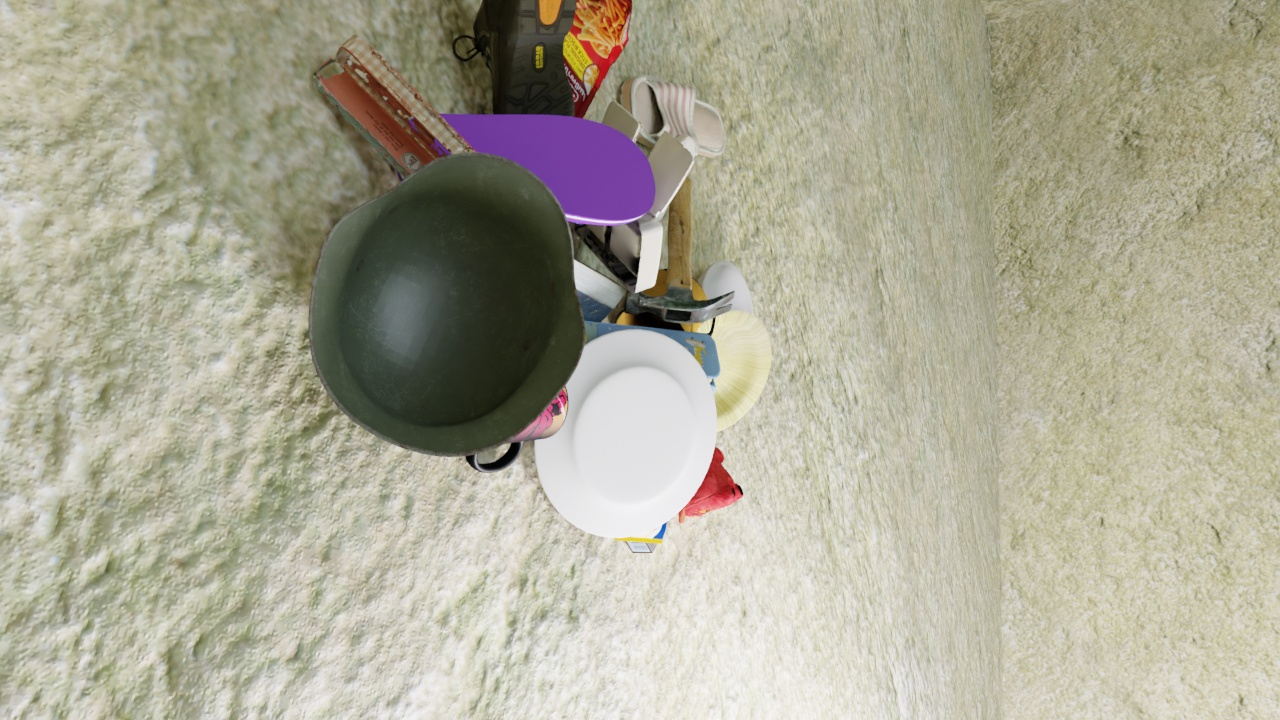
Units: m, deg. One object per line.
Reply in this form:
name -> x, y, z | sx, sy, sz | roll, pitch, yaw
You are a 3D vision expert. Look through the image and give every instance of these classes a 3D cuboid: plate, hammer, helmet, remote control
plate -> 0.104, 0.012, 1.301 | 0.184, 0.036, 0.185 | -16, 119, -31
hammer -> 0.054, -0.157, 1.212 | 0.329, 0.132, 0.033 | -86, -176, -50
helmet -> -0.173, -0.051, 0.829 | 0.227, 0.154, 0.267 | 26, 79, -16
remote control -> 0.030, -0.268, 1.268 | 0.125, 0.018, 0.038 | -41, 134, -25
plate -> -0.008, 0.086, 1.050 | 0.242, 0.016, 0.242 | -4, 98, -30

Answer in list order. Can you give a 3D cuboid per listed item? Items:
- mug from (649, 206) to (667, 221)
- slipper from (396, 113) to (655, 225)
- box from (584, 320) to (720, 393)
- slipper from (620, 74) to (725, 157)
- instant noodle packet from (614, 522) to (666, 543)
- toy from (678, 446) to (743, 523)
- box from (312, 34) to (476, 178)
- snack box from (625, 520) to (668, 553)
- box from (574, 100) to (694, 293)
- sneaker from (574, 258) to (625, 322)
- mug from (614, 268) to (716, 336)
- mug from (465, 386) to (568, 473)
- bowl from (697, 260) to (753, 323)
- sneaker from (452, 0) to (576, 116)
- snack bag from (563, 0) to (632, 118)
mug -> -0.024, -0.207, 1.152 | 0.115, 0.094, 0.067 | 58, 42, -19
slipper -> -0.124, -0.196, 0.971 | 0.266, 0.084, 0.107 | 2, 82, -20
box -> -0.007, 0.008, 1.100 | 0.208, 0.073, 0.085 | 5, 69, -31
slipper -> 0.063, -0.351, 1.343 | 0.262, 0.052, 0.115 | -5, 87, -56
instant noodle packet -> 0.000, 0.152, 1.113 | 0.087, 0.026, 0.134 | 16, 71, -47
toy -> 0.067, 0.153, 1.245 | 0.088, 0.094, 0.133 | 22, 37, -63
box -> -0.217, -0.215, 0.854 | 0.071, 0.056, 0.187 | -46, 105, -1
snack box -> -0.017, 0.139, 1.145 | 0.186, 0.032, 0.100 | 61, 39, -28
box -> -0.014, -0.186, 1.054 | 0.057, 0.144, 0.188 | -14, 139, -34
sneaker -> -0.116, -0.094, 1.027 | 0.235, 0.087, 0.079 | 24, 98, -48
mug -> 0.040, -0.055, 1.189 | 0.093, 0.124, 0.101 | -59, 150, -45
mug -> -0.141, 0.061, 0.950 | 0.098, 0.082, 0.118 | -1, 112, -56
bowl -> 0.114, -0.072, 1.368 | 0.149, 0.043, 0.149 | 9, 79, -53
sneaker -> -0.148, -0.332, 1.008 | 0.100, 0.143, 0.238 | -21, 135, -35
snack bag -> -0.080, -0.397, 1.160 | 0.207, 0.067, 0.139 | -60, 137, -30
